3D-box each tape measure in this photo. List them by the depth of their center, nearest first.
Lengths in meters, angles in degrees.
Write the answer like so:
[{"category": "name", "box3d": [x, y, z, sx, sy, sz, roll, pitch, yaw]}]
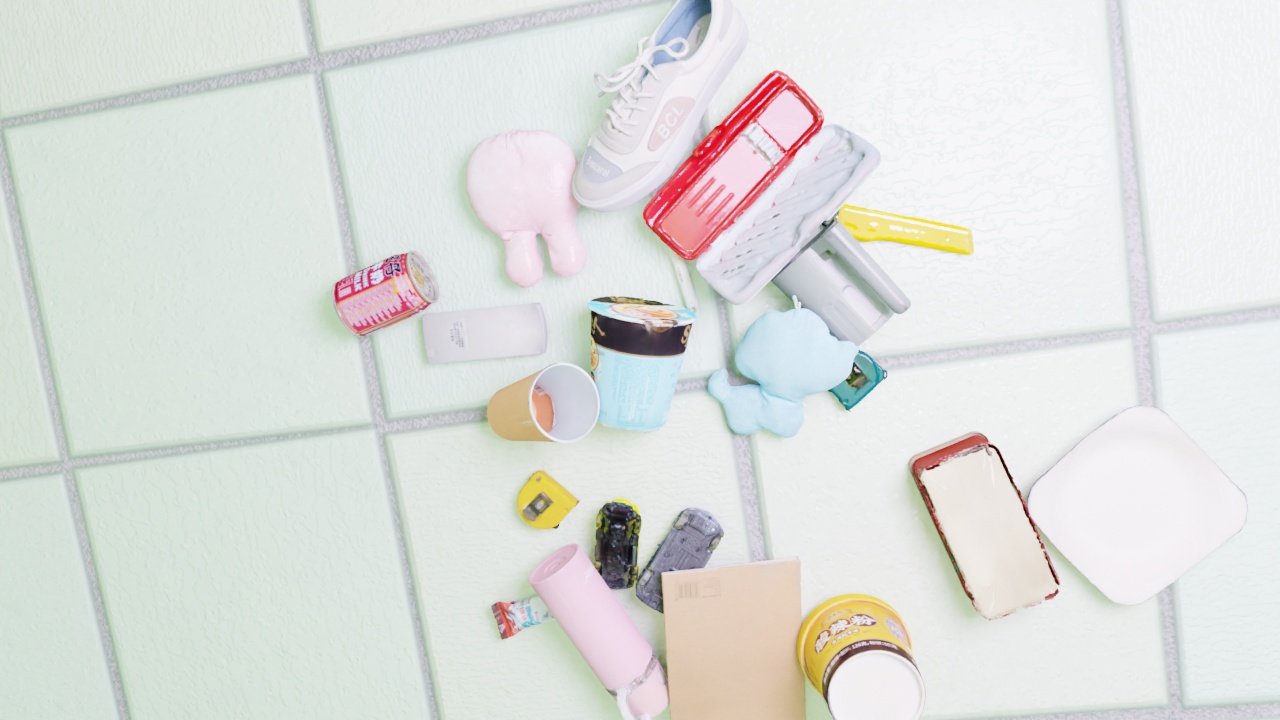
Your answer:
[{"category": "tape measure", "box3d": [0.215, 0.016, 0.933, 0.054, 0.025, 0.058, 45, 101, 0]}, {"category": "tape measure", "box3d": [-0.106, 0.155, 0.999, 0.060, 0.029, 0.057, 41, 102, 2]}]

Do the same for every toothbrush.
[{"category": "toothbrush", "box3d": [0.028, -0.135, 0.944, 0.029, 0.020, 0.189, -17, 95, 16]}]

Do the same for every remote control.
[{"category": "remote control", "box3d": [-0.167, -0.029, 0.988, 0.135, 0.019, 0.056, -6, 96, 9]}]

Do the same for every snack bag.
[{"category": "snack bag", "box3d": [-0.111, 0.277, 1.017, 0.104, 0.026, 0.048, -15, 104, 10]}]

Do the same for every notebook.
[{"category": "notebook", "box3d": [0.101, 0.318, 0.975, 0.149, 0.012, 0.211, -5, 97, -8]}]

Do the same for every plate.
[{"category": "plate", "box3d": [0.482, 0.140, 0.903, 0.164, 0.034, 0.164, -43, 90, 11]}]

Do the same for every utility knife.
[{"category": "utility knife", "box3d": [0.256, -0.129, 0.912, 0.154, 0.015, 0.033, 12, 105, 6]}]

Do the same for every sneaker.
[{"category": "sneaker", "box3d": [0.009, -0.252, 0.877, 0.089, 0.090, 0.242, 39, 96, 27]}]

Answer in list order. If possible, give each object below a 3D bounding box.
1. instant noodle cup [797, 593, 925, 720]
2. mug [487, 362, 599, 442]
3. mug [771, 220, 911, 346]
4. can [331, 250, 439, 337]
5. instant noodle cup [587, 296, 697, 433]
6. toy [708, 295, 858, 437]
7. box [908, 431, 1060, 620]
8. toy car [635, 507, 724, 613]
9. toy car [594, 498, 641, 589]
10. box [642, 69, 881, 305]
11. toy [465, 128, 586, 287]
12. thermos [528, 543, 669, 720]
[{"category": "instant noodle cup", "box3d": [0.224, 0.310, 0.918, 0.118, 0.114, 0.118, 0, 98, 2]}, {"category": "mug", "box3d": [-0.106, 0.048, 0.935, 0.078, 0.123, 0.078, 6, 80, -33]}, {"category": "mug", "box3d": [0.196, -0.073, 0.876, 0.083, 0.124, 0.103, -44, 91, -13]}, {"category": "can", "box3d": [-0.269, -0.072, 0.974, 0.094, 0.066, 0.066, -22, 94, 11]}, {"category": "instant noodle cup", "box3d": [-0.006, 0.005, 0.930, 0.111, 0.111, 0.120, 10, 105, 7]}, {"category": "toy", "box3d": [0.138, 0.010, 0.910, 0.162, 0.049, 0.156, 4, 120, 28]}, {"category": "box", "box3d": [0.338, 0.165, 0.907, 0.091, 0.077, 0.168, -25, 93, 10]}, {"category": "toy car", "box3d": [0.041, 0.213, 0.980, 0.054, 0.036, 0.120, 31, 94, -1]}, {"category": "toy car", "box3d": [-0.024, 0.198, 0.991, 0.048, 0.032, 0.105, 7, 110, 8]}, {"category": "box", "box3d": [0.116, -0.167, 0.898, 0.201, 0.065, 0.160, -46, 74, 5]}, {"category": "toy", "box3d": [-0.115, -0.158, 0.946, 0.121, 0.054, 0.159, -12, 98, 9]}, {"category": "thermos", "box3d": [-0.041, 0.296, 0.970, 0.067, 0.087, 0.198, -28, 100, 22]}]
